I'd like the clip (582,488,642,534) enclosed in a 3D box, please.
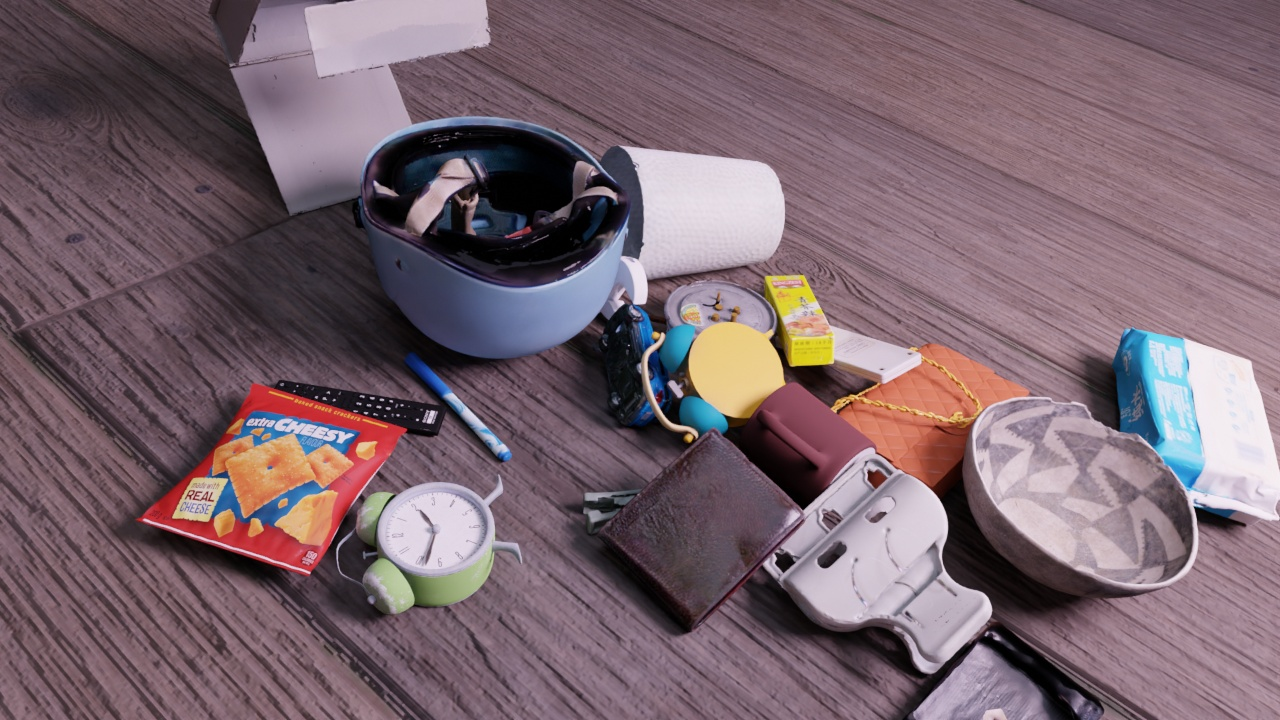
[{"bbox_3d":[-0.006,0.114,0.702,0.076,0.023,0.045,-5,46,-13],"label":"clip"}]

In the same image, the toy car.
[{"bbox_3d":[-0.005,0.005,0.800,0.043,0.056,0.120,17,42,-31],"label":"toy car"}]

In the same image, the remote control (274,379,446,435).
[{"bbox_3d":[-0.231,0.038,0.749,0.140,0.009,0.030,9,42,-1],"label":"remote control"}]

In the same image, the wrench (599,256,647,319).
[{"bbox_3d":[-0.079,-0.124,0.922,0.018,0.066,0.273,-7,38,-40],"label":"wrench"}]

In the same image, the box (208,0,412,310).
[{"bbox_3d":[-0.311,-0.249,0.952,0.167,0.381,0.172,-24,36,-31],"label":"box"}]

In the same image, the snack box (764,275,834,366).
[{"bbox_3d":[0.147,-0.040,0.862,0.040,0.029,0.147,-3,27,0],"label":"snack box"}]

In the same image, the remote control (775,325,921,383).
[{"bbox_3d":[0.187,-0.009,0.840,0.050,0.011,0.136,-25,28,-27],"label":"remote control"}]

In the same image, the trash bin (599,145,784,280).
[{"bbox_3d":[0.049,-0.147,0.923,0.161,0.134,0.133,-5,44,-23],"label":"trash bin"}]

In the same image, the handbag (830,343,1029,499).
[{"bbox_3d":[0.246,0.047,0.799,0.109,0.060,0.171,35,47,30],"label":"handbag"}]

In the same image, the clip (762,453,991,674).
[{"bbox_3d":[0.173,0.148,0.648,0.124,0.075,0.144,-40,60,-8],"label":"clip"}]

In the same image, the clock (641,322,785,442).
[{"bbox_3d":[0.063,0.014,0.761,0.129,0.044,0.099,-11,74,-22],"label":"clock"}]

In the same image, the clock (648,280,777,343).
[{"bbox_3d":[0.079,-0.022,0.841,0.103,0.056,0.148,-19,48,-28],"label":"clock"}]

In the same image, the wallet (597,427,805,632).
[{"bbox_3d":[0.045,0.121,0.667,0.119,0.031,0.099,-42,69,-12],"label":"wallet"}]

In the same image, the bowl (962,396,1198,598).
[{"bbox_3d":[0.327,0.117,0.718,0.178,0.081,0.178,8,43,-8],"label":"bowl"}]

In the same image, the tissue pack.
[{"bbox_3d":[0.498,0.058,0.829,0.117,0.066,0.208,17,44,6],"label":"tissue pack"}]

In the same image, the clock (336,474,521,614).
[{"bbox_3d":[-0.150,0.129,0.641,0.119,0.043,0.094,-5,43,-17],"label":"clock"}]

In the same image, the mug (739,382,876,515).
[{"bbox_3d":[0.127,0.067,0.723,0.082,0.105,0.073,41,95,29],"label":"mug"}]

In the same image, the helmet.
[{"bbox_3d":[-0.134,-0.107,0.807,0.225,0.167,0.265,-8,47,-22],"label":"helmet"}]

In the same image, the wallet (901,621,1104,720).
[{"bbox_3d":[0.239,0.238,0.611,0.114,0.026,0.089,-28,54,-34],"label":"wallet"}]

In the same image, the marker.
[{"bbox_3d":[-0.153,0.038,0.763,0.013,0.013,0.142,-28,54,-34],"label":"marker"}]

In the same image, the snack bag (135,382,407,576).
[{"bbox_3d":[-0.263,0.083,0.671,0.131,0.039,0.143,16,43,6],"label":"snack bag"}]
